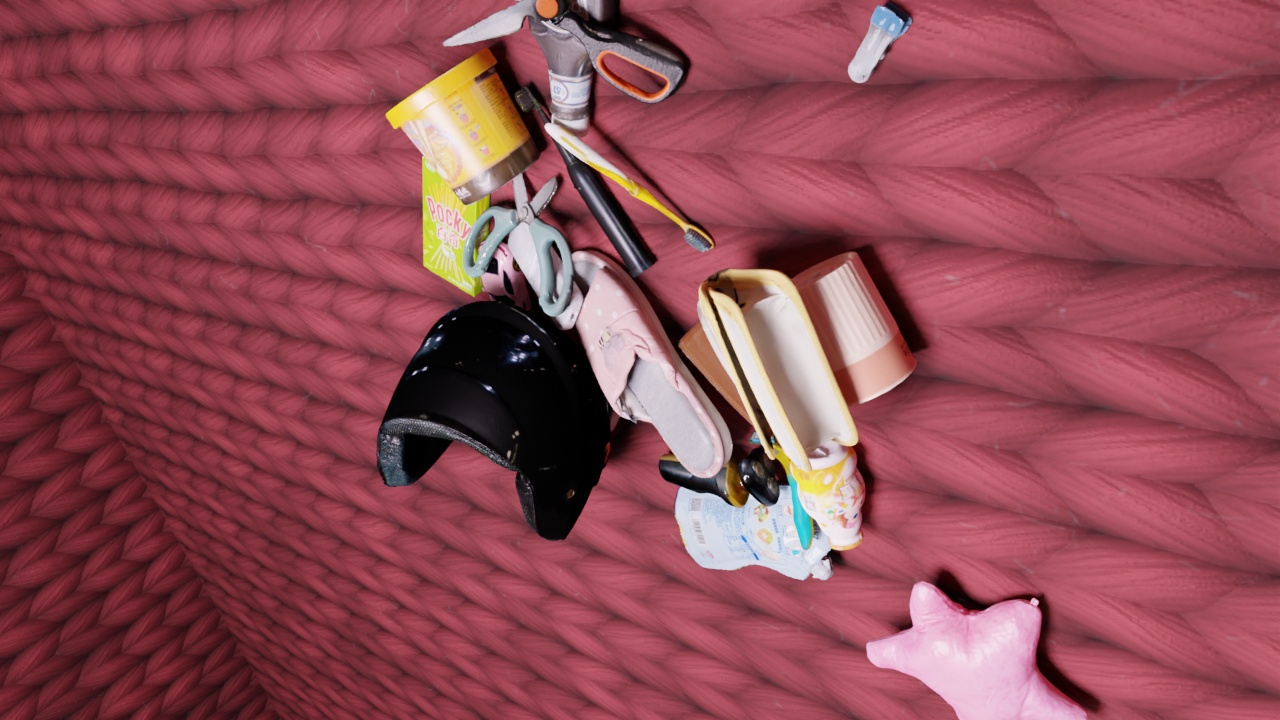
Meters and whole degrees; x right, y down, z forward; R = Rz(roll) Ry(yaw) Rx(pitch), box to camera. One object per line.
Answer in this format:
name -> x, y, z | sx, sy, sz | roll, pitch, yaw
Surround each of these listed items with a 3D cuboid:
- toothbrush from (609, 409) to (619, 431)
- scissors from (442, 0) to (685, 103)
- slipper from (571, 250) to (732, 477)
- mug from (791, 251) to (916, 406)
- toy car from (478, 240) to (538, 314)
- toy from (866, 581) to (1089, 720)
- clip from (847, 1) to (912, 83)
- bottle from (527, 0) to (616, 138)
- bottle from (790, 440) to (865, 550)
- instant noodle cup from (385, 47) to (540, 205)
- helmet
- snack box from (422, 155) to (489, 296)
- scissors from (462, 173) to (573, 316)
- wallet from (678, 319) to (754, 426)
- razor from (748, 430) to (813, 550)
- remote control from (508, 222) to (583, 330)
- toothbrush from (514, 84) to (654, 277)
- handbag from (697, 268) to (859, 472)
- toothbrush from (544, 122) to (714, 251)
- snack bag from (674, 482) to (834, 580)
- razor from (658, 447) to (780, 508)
toothbrush -> -0.017, 0.023, 1.023 | 0.016, 0.016, 0.181 | 42, 140, 20
scissors -> -0.052, -0.294, 0.747 | 0.221, 0.021, 0.229 | 39, 124, -18
slipper -> -0.005, 0.005, 0.938 | 0.274, 0.054, 0.114 | 56, 144, 12
mug -> 0.164, -0.026, 0.777 | 0.106, 0.081, 0.114 | 60, 169, -9
toy car -> -0.155, -0.082, 1.055 | 0.056, 0.037, 0.122 | 14, 130, 37
toy -> 0.327, 0.285, 0.864 | 0.194, 0.074, 0.179 | 35, 128, 12
clip -> 0.169, -0.226, 0.657 | 0.026, 0.036, 0.058 | 39, 136, 11
bottle -> -0.061, -0.289, 0.801 | 0.080, 0.043, 0.195 | 23, 135, 20
bottle -> 0.184, 0.129, 0.880 | 0.063, 0.063, 0.108 | 2, 120, 42
instant noodle cup -> -0.167, -0.225, 0.900 | 0.119, 0.118, 0.114 | -12, 120, 47
helmet -> -0.146, 0.062, 1.013 | 0.234, 0.230, 0.274 | 16, 173, 22
snack box -> -0.213, -0.156, 1.059 | 0.086, 0.026, 0.157 | 32, 137, 20
scissors -> -0.126, -0.109, 0.960 | 0.172, 0.019, 0.170 | -38, 65, 36
wallet -> 0.105, -0.004, 0.879 | 0.124, 0.032, 0.101 | 47, 137, 3
razor -> 0.148, 0.128, 0.910 | 0.043, 0.028, 0.132 | -5, 111, 50
remote control -> -0.102, -0.096, 0.974 | 0.136, 0.020, 0.056 | 57, 144, 27
toothbrush -> -0.056, -0.176, 0.896 | 0.212, 0.027, 0.026 | 55, 171, -6
handbag -> 0.095, 0.004, 0.786 | 0.163, 0.063, 0.179 | 65, 167, -16
toothbrush -> -0.011, -0.159, 0.845 | 0.191, 0.018, 0.016 | 36, 135, -4
snack bag -> 0.124, 0.184, 0.996 | 0.191, 0.038, 0.110 | -6, 97, 44
razor -> 0.080, 0.119, 0.982 | 0.062, 0.067, 0.168 | 46, 155, -28
